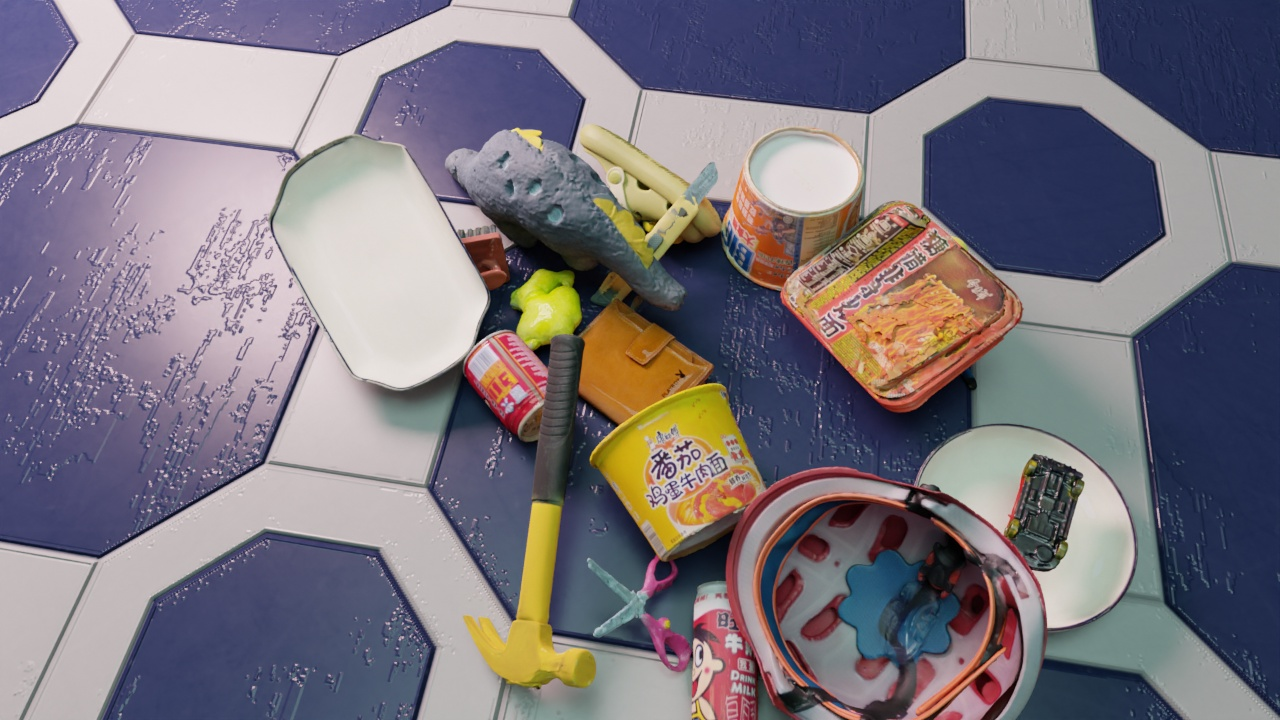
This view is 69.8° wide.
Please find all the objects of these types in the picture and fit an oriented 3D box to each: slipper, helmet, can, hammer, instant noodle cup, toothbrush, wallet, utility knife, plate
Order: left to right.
[{"bbox_3d":[-0.256,-0.097,0.910,0.162,0.034,0.265,-32,81,-2],"label":"plate"},{"bbox_3d":[-0.118,0.025,0.880,0.066,0.067,0.094,-35,65,-18],"label":"can"},{"bbox_3d":[-0.080,0.122,0.784,0.129,0.033,0.300,-7,67,34],"label":"hammer"},{"bbox_3d":[-0.005,0.005,0.912,0.131,0.035,0.119,35,73,20],"label":"wallet"},{"bbox_3d":[0.001,-0.181,1.000,0.190,0.091,0.082,39,107,11],"label":"slipper"},{"bbox_3d":[0.018,-0.125,0.944,0.031,0.020,0.190,41,98,-1],"label":"utility knife"},{"bbox_3d":[0.041,0.101,0.799,0.138,0.138,0.109,-26,71,-14],"label":"instant noodle cup"},{"bbox_3d":[0.069,0.252,0.751,0.053,0.053,0.132,2,60,2],"label":"can"},{"bbox_3d":[0.163,-0.163,0.959,0.151,0.112,0.151,0,59,0],"label":"instant noodle cup"},{"bbox_3d":[0.195,0.198,0.726,0.240,0.144,0.207,37,95,34],"label":"helmet"},{"bbox_3d":[0.252,-0.047,0.890,0.164,0.079,0.188,-37,58,0],"label":"instant noodle cup"},{"bbox_3d":[0.302,-0.051,0.947,0.014,0.016,0.189,-19,62,-1],"label":"toothbrush"},{"bbox_3d":[0.335,0.149,0.815,0.192,0.039,0.192,0,59,1],"label":"plate"}]

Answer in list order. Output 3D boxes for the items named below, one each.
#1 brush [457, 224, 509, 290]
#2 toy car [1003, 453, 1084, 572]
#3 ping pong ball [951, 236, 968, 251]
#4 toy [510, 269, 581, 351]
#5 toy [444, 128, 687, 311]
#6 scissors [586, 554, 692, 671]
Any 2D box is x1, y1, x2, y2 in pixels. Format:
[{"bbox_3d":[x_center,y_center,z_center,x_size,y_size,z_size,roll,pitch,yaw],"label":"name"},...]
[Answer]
[{"bbox_3d":[-0.212,-0.094,0.953,0.146,0.063,0.069,-9,47,-3],"label":"brush"},{"bbox_3d":[0.342,0.131,0.783,0.049,0.031,0.106,22,61,13],"label":"toy car"},{"bbox_3d":[0.324,-0.111,0.966,0.040,0.040,0.040,0,60,1],"label":"ping pong ball"},{"bbox_3d":[-0.095,-0.055,0.940,0.096,0.031,0.100,-43,52,-16],"label":"toy"},{"bbox_3d":[-0.100,-0.165,0.938,0.356,0.138,0.091,32,68,30],"label":"toy"},{"bbox_3d":[0.002,0.200,0.767,0.133,0.017,0.130,47,38,-21],"label":"scissors"}]
